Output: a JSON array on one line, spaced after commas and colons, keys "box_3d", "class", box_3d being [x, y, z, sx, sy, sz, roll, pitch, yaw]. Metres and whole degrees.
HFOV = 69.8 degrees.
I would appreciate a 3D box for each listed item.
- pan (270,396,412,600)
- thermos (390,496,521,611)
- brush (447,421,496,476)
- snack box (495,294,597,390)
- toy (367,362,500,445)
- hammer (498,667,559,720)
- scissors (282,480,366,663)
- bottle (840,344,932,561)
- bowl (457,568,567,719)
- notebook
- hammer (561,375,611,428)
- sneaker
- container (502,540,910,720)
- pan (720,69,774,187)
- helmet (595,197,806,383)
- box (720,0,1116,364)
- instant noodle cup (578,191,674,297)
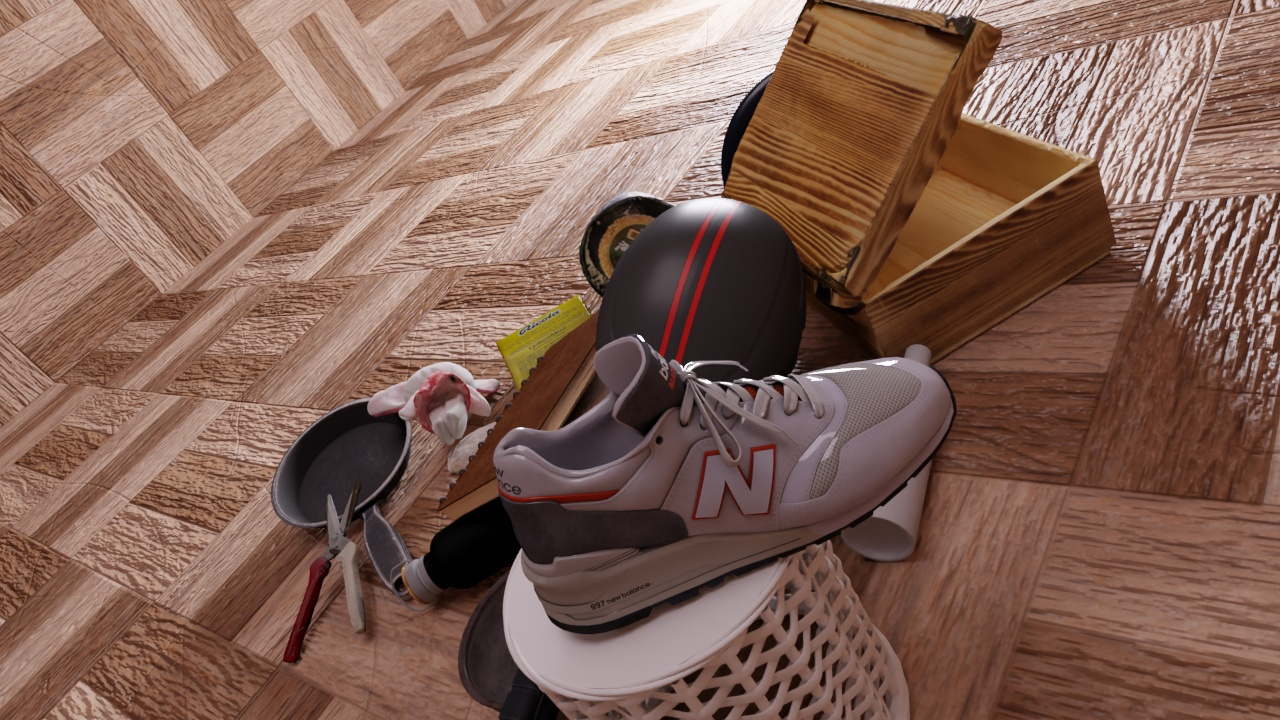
[{"box_3d": [-0.309, 0.159, 1.030, 0.187, 0.055, 0.357, -38, 43, -10], "class": "pan"}, {"box_3d": [-0.133, 0.159, 0.851, 0.231, 0.061, 0.061, -33, 30, 7], "class": "thermos"}, {"box_3d": [-0.075, 0.080, 0.922, 0.272, 0.057, 0.083, -17, 29, 21], "class": "brush"}, {"box_3d": [-0.092, 0.002, 1.065, 0.121, 0.045, 0.181, -31, 33, -2], "class": "snack box"}, {"box_3d": [-0.225, 0.045, 1.040, 0.159, 0.084, 0.194, -10, 11, -18], "class": "toy"}, {"box_3d": [-0.085, 0.264, 0.552, 0.025, 0.118, 0.332, -6, 50, 35], "class": "hammer"}, {"box_3d": [-0.313, 0.219, 0.936, 0.179, 0.015, 0.194, 15, 69, 44], "class": "scissors"}, {"box_3d": [0.200, 0.060, 0.708, 0.053, 0.052, 0.194, -8, 38, 34], "class": "bottle"}, {"box_3d": [-0.060, 0.217, 0.704, 0.145, 0.067, 0.144, -23, 32, 15], "class": "bowl"}, {"box_3d": [-0.095, 0.043, 0.853, 0.168, 0.024, 0.224, -32, 21, 48], "class": "notebook"}, {"box_3d": [-0.005, 0.005, 0.884, 0.158, 0.037, 0.299, -11, 25, 28], "class": "hammer"}, {"box_3d": [0.031, 0.038, 0.451, 0.240, 0.124, 0.088, -31, 31, 3], "class": "sneaker"}, {"box_3d": [0.043, 0.172, 0.558, 0.189, 0.187, 0.189, -23, 32, 15], "class": "container"}, {"box_3d": [0.198, -0.295, 0.956, 0.198, 0.357, 0.021, 1, 29, -24], "class": "pan"}, {"box_3d": [0.055, -0.045, 0.761, 0.164, 0.170, 0.263, 15, 43, 12], "class": "helmet"}, {"box_3d": [0.205, -0.174, 0.844, 0.269, 0.264, 0.279, -34, 32, 1], "class": "box"}, {"box_3d": [-0.004, -0.143, 1.118, 0.137, 0.137, 0.112, -28, 21, 8], "class": "instant noodle cup"}]
